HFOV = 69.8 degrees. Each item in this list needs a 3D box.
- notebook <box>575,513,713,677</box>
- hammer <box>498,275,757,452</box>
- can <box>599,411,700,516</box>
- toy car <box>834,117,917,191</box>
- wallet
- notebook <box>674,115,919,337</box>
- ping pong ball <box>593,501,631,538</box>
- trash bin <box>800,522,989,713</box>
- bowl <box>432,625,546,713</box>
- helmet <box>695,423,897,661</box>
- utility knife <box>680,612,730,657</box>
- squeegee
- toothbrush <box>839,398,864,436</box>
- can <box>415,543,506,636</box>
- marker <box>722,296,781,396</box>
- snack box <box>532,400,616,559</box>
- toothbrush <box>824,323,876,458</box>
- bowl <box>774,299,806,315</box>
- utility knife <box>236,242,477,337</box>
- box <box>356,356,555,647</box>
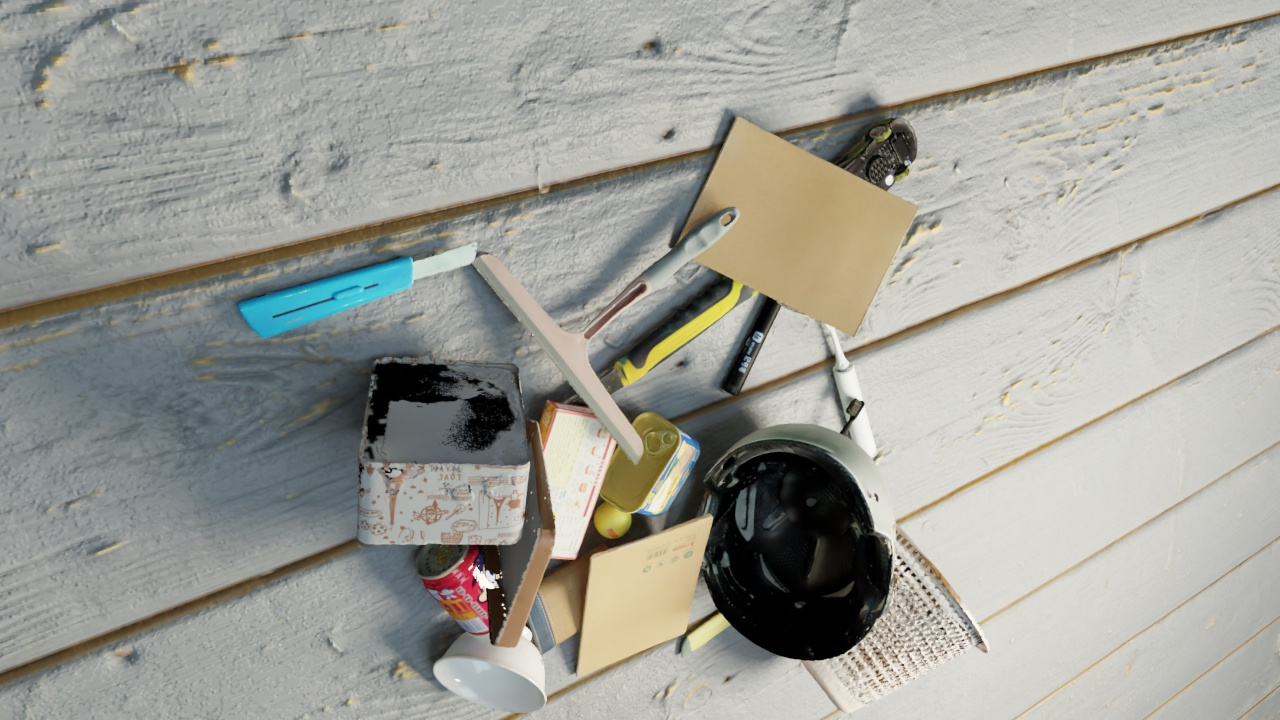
[{"bbox_3d":[0.002,0.261,1.012,0.147,0.008,0.208,-14,133,-26],"label":"notebook"},{"bbox_3d":[-0.006,0.005,0.939,0.322,0.032,0.126,-36,123,-17],"label":"hammer"},{"bbox_3d":[0.012,0.111,0.957,0.102,0.057,0.083,-58,155,-1],"label":"can"},{"bbox_3d":[0.244,-0.203,1.012,0.158,0.042,0.070,-43,125,-7],"label":"toy car"},{"bbox_3d":[-0.077,0.257,0.988,0.115,0.033,0.090,-27,123,-23],"label":"wallet"},{"bbox_3d":[0.159,-0.135,0.938,0.211,0.012,0.149,25,95,-5],"label":"notebook"},{"bbox_3d":[-0.030,0.169,0.979,0.040,0.040,0.040,-12,113,-29],"label":"ping pong ball"},{"bbox_3d":[0.284,0.323,1.146,0.192,0.227,0.227,-37,124,-1],"label":"trash bin"},{"bbox_3d":[-0.144,0.302,0.933,0.118,0.118,0.064,53,37,-34],"label":"bowl"},{"bbox_3d":[0.184,0.183,1.032,0.156,0.230,0.274,-44,136,-50],"label":"helmet"},{"bbox_3d":[0.134,0.308,1.149,0.206,0.021,0.031,-25,124,-16],"label":"utility knife"},{"bbox_3d":[0.004,-0.072,0.897,0.249,0.040,0.247,-41,104,-16],"label":"squeegee"},{"bbox_3d":[0.216,0.140,1.121,0.027,0.026,0.213,23,100,-27],"label":"toothbrush"},{"bbox_3d":[-0.168,0.214,0.891,0.066,0.066,0.094,-40,124,-14],"label":"can"},{"bbox_3d":[0.129,-0.022,1.022,0.132,0.020,0.022,-64,156,2],"label":"marker"},{"bbox_3d":[-0.077,0.119,0.898,0.077,0.027,0.156,12,103,-32],"label":"snack box"},{"bbox_3d":[0.252,0.031,1.116,0.027,0.026,0.221,-16,121,12],"label":"toothbrush"},{"bbox_3d":[0.180,-0.107,0.981,0.116,0.066,0.116,0,95,-3],"label":"bowl"},{"bbox_3d":[-0.231,-0.065,0.775,0.204,0.018,0.034,-22,114,-23],"label":"utility knife"},{"bbox_3d":[-0.158,0.121,0.788,0.157,0.183,0.194,4,116,-13],"label":"box"}]
